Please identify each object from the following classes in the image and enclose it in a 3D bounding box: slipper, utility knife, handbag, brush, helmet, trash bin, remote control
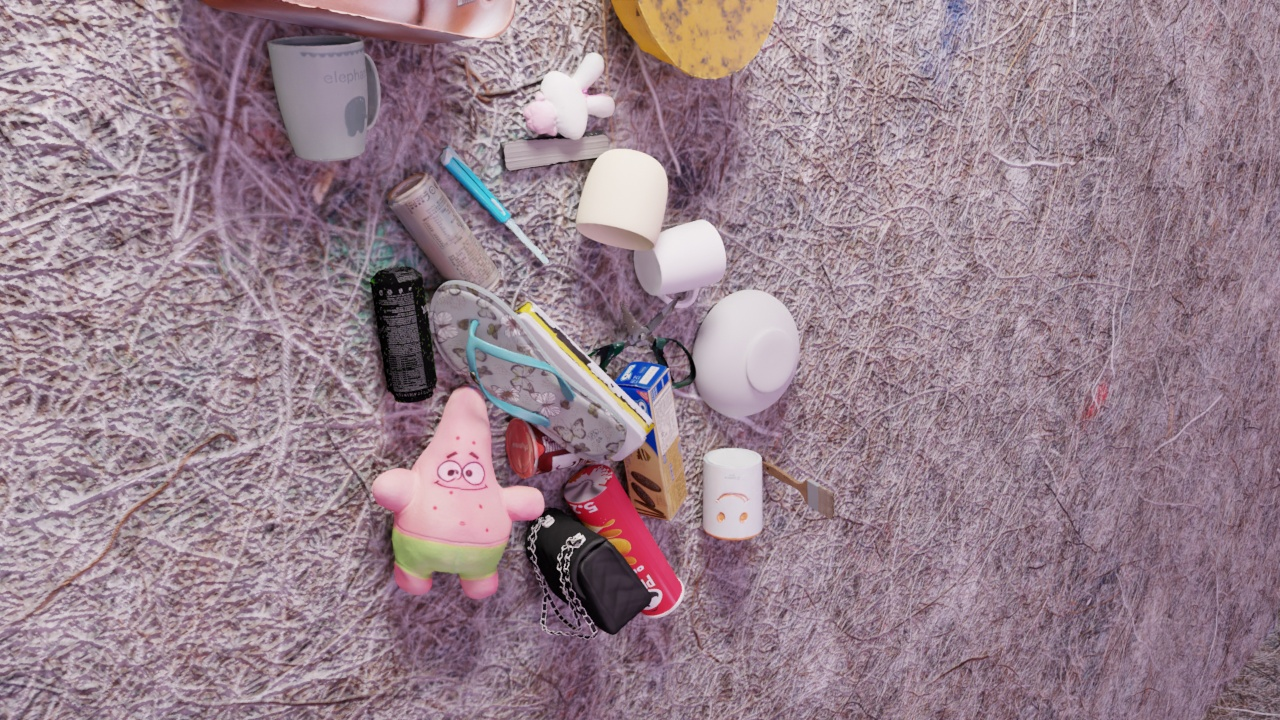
[{"bbox_3d":[-0.128,0.028,0.986,0.098,0.054,0.269,-37,111,25],"label":"slipper"},{"bbox_3d":[-0.156,-0.166,1.009,0.176,0.015,0.022,45,49,-36],"label":"utility knife"},{"bbox_3d":[-0.083,0.255,1.087,0.114,0.154,0.125,-35,115,-20],"label":"handbag"},{"bbox_3d":[0.217,0.172,1.282,0.008,0.143,0.045,-23,123,-28],"label":"brush"},{"bbox_3d":[0.036,-0.438,1.002,0.204,0.131,0.255,-17,110,-32],"label":"helmet"},{"bbox_3d":[-0.255,-0.381,0.793,0.259,0.157,0.181,-3,104,-36],"label":"trash bin"},{"bbox_3d":[-0.095,-0.237,1.034,0.136,0.013,0.033,-15,110,-30],"label":"remote control"}]

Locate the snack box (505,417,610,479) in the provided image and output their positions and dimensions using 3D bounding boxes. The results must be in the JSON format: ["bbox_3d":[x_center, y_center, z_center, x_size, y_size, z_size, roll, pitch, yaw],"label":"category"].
[{"bbox_3d":[-0.090,0.095,1.087,0.121,0.072,0.072,-8,106,-35],"label":"snack box"}]

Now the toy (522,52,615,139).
[{"bbox_3d":[-0.080,-0.287,1.018,0.122,0.038,0.079,-36,123,-29],"label":"toy"}]

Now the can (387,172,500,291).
[{"bbox_3d":[-0.204,-0.128,0.958,0.054,0.054,0.136,-44,124,-19],"label":"can"}]

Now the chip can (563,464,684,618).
[{"bbox_3d":[-0.019,0.234,1.175,0.069,0.069,0.221,-41,122,-21],"label":"chip can"}]

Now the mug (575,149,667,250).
[{"bbox_3d":[-0.015,-0.186,1.061,0.120,0.096,0.099,37,65,-74],"label":"mug"}]

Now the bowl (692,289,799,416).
[{"bbox_3d":[0.157,-0.005,1.242,0.176,0.066,0.177,-10,107,-34],"label":"bowl"}]

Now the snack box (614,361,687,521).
[{"bbox_3d":[0.012,0.103,1.146,0.056,0.057,0.207,-48,138,-46],"label":"snack box"}]

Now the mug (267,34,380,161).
[{"bbox_3d":[-0.286,-0.248,0.860,0.111,0.084,0.104,-42,139,-54],"label":"mug"}]

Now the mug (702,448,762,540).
[{"bbox_3d":[0.126,0.182,1.259,0.082,0.082,0.105,-11,107,-34],"label":"mug"}]

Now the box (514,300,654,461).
[{"bbox_3d":[-0.072,0.021,1.041,0.210,0.067,0.069,46,52,-11],"label":"box"}]

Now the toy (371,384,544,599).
[{"bbox_3d":[-0.200,0.144,1.007,0.191,0.097,0.236,8,85,-25],"label":"toy"}]

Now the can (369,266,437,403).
[{"bbox_3d":[-0.245,-0.027,0.954,0.053,0.054,0.138,-15,110,-32],"label":"can"}]

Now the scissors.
[{"bbox_3d":[-0.007,0.007,1.144,0.201,0.015,0.203,-43,138,1],"label":"scissors"}]

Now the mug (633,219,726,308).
[{"bbox_3d":[0.045,-0.110,1.134,0.087,0.081,0.114,-19,132,-25],"label":"mug"}]
